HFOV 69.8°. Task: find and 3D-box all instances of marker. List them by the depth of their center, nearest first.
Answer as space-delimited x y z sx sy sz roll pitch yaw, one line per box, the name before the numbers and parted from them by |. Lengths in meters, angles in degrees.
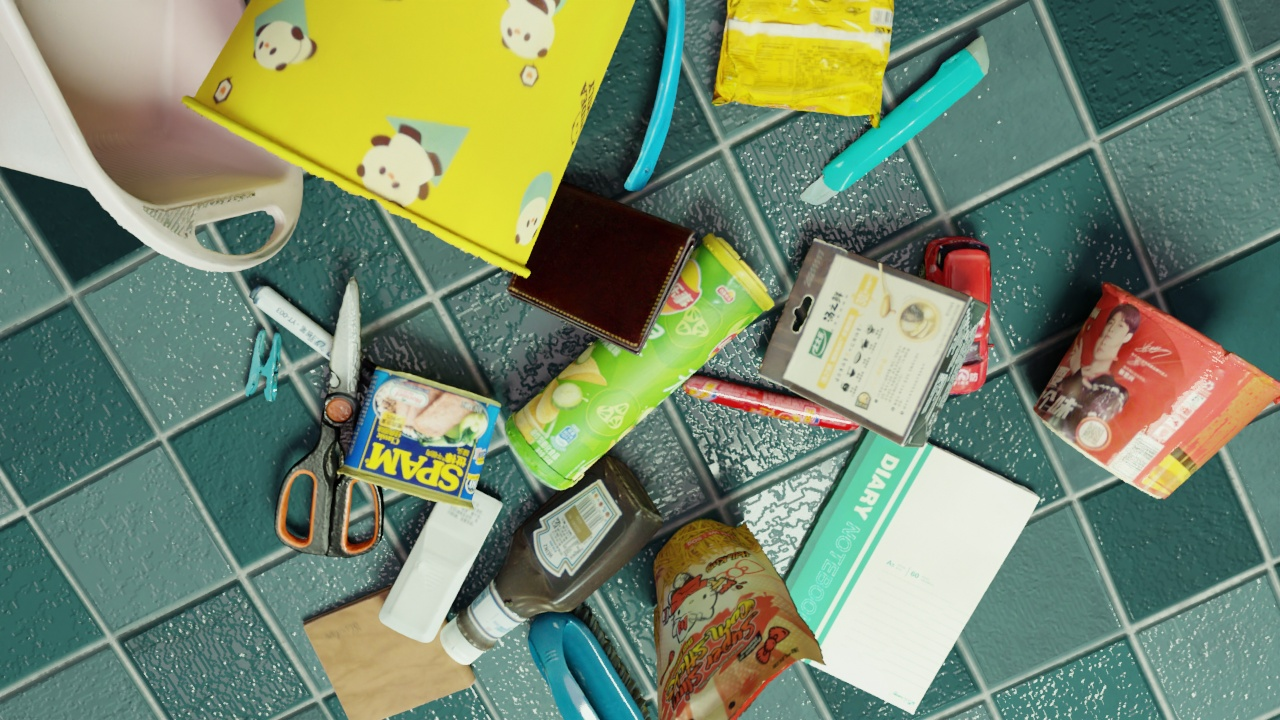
marker | -0.243 -0.015 0.707 0.130 0.018 0.022 39 89 -7

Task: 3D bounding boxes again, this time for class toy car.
toy car | 0.237 -0.032 0.690 0.053 0.045 0.120 -2 102 2

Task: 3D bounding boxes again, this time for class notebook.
notebook | 0.204 0.167 0.741 0.150 0.012 0.209 25 99 -3

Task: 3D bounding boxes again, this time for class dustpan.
dustpan | -0.301 -0.202 0.580 0.139 0.222 0.274 12 113 10

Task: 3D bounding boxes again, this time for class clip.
clip | -0.291 0.004 0.712 0.046 0.014 0.057 11 101 0

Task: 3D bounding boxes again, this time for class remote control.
remote control | -0.157 0.157 0.721 0.049 0.024 0.125 27 83 -6

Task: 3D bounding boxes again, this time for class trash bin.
trash bin | -0.118 -0.217 0.577 0.229 0.229 0.255 27 93 -4

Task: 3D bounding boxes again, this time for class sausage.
sausage | 0.101 0.034 0.714 0.156 0.020 0.020 12 99 -2

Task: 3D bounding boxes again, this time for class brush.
brush | 0.028 -0.244 0.646 0.046 0.083 0.255 20 107 20
brush | -0.042 0.262 0.726 0.055 0.073 0.144 -28 99 14

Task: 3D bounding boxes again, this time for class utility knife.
utility knife | 0.189 -0.173 0.681 0.171 0.013 0.029 -39 95 10

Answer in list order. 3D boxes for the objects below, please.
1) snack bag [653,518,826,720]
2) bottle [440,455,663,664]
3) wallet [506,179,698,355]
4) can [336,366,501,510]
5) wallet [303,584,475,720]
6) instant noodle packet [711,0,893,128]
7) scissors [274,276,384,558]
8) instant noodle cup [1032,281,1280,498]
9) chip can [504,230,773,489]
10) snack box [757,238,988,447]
snack bag | 0.054 0.191 0.646 0.129 0.207 0.073 -43 102 8
bottle | -0.074 0.161 0.709 0.195 0.080 0.044 -42 142 7
wallet | -0.030 -0.069 0.662 0.122 0.020 0.096 25 91 25
can | -0.163 0.058 0.684 0.102 0.057 0.083 18 81 -16
wallet | -0.206 0.239 0.750 0.115 0.020 0.101 -24 96 6
instant noodle packet | 0.122 -0.229 0.655 0.128 0.044 0.111 8 106 2
scissors | -0.217 0.049 0.709 0.125 0.021 0.235 26 101 -14
instant noodle cup | 0.360 0.024 0.658 0.138 0.137 0.109 30 107 -5
chip can | -0.004 0.004 0.682 0.221 0.072 0.072 -42 97 7
snack box | 0.167 -0.014 0.670 0.126 0.053 0.113 29 102 37
